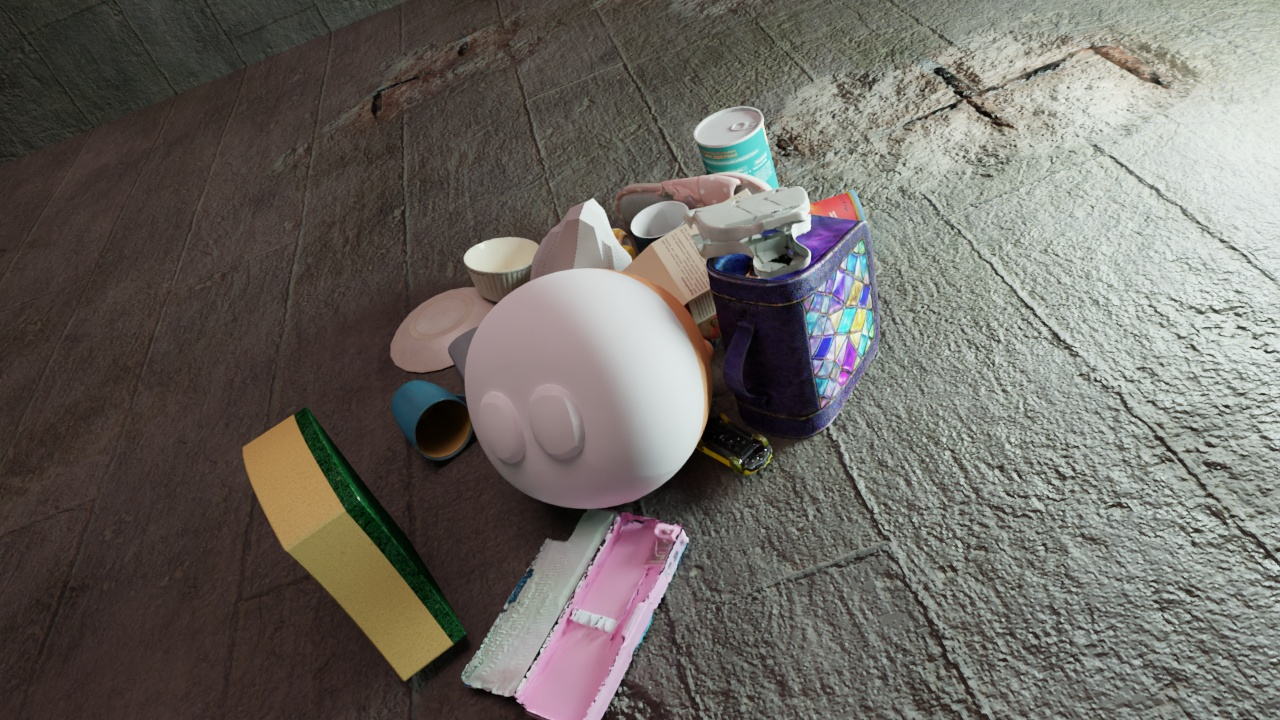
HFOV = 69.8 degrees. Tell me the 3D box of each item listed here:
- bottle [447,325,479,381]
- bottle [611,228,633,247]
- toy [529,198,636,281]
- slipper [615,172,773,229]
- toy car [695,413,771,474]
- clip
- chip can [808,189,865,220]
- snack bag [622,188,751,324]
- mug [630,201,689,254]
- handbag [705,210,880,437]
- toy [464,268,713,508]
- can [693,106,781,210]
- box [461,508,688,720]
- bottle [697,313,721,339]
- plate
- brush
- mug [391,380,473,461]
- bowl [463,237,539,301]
[{"bbox_3d":[-0.206,0.014,1.246,0.072,0.046,0.161,-30,40,-9],"label":"bottle"},{"bbox_3d":[-0.067,-0.162,1.365,0.109,0.063,0.063,-2,44,25],"label":"bottle"},{"bbox_3d":[-0.085,-0.092,1.209,0.141,0.247,0.266,14,30,8],"label":"toy"},{"bbox_3d":[0.072,-0.213,1.322,0.275,0.114,0.054,4,42,38],"label":"slipper"},{"bbox_3d":[0.102,0.095,1.022,0.049,0.030,0.107,-38,40,-20],"label":"toy car"},{"bbox_3d":[0.123,-0.134,0.949,0.125,0.082,0.147,-19,33,-8],"label":"clip"},{"bbox_3d":[0.187,-0.156,1.219,0.213,0.087,0.087,-17,40,6],"label":"chip can"},{"bbox_3d":[0.070,-0.111,1.141,0.206,0.070,0.094,-30,65,-1],"label":"snack bag"},{"bbox_3d":[0.032,-0.148,1.276,0.085,0.094,0.121,9,49,33],"label":"mug"},{"bbox_3d":[0.163,-0.040,1.017,0.126,0.205,0.221,15,46,37],"label":"handbag"},{"bbox_3d":[-0.045,0.029,1.002,0.263,0.266,0.279,-8,10,35],"label":"toy"},{"bbox_3d":[0.144,-0.277,1.328,0.099,0.144,0.099,-13,40,11],"label":"can"},{"bbox_3d":[-0.066,0.249,0.926,0.159,0.035,0.229,7,49,32],"label":"box"},{"bbox_3d":[0.097,-0.046,1.173,0.109,0.044,0.044,1,45,28],"label":"bottle"},{"bbox_3d":[-0.295,-0.057,1.382,0.189,0.027,0.188,-13,40,11],"label":"plate"},{"bbox_3d":[-0.292,0.184,0.936,0.075,0.250,0.195,-35,38,-15],"label":"brush"},{"bbox_3d":[-0.263,0.069,1.197,0.112,0.084,0.104,-12,24,-33],"label":"mug"},{"bbox_3d":[-0.204,-0.133,1.382,0.115,0.063,0.115,-3,33,2],"label":"bowl"}]
